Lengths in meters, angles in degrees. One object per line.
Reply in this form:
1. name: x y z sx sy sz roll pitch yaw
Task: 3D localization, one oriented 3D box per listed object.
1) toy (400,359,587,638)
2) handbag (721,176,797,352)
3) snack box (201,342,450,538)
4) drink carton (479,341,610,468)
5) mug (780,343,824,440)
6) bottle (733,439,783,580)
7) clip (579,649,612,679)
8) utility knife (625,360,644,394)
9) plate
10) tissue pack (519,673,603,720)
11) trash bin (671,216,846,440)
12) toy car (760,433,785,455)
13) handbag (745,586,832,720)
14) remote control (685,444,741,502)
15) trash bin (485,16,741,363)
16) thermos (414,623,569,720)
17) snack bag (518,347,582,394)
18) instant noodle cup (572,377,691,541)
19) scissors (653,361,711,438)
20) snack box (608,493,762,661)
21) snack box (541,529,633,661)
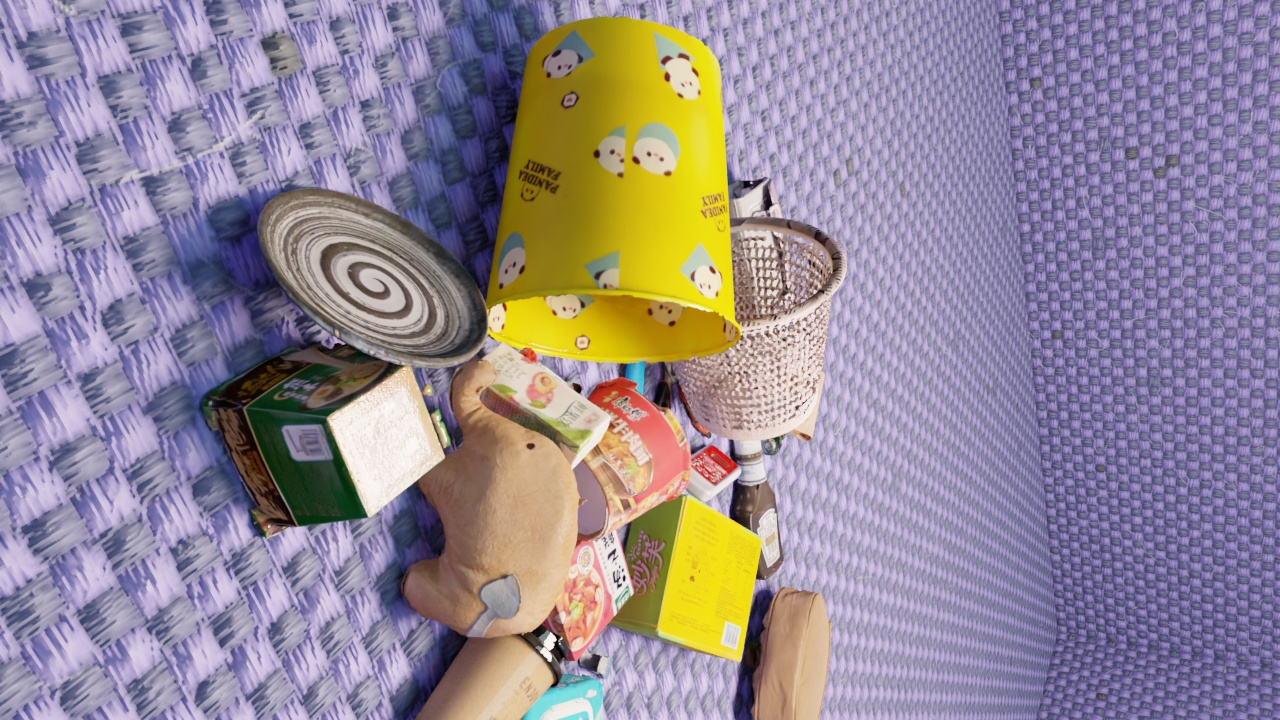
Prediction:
1. toy: -0.117 0.115 0.764 0.082 0.143 0.226 150 -54 -79
2. handbag: 0.142 -0.124 1.174 0.144 0.099 0.197 -43 124 -56
3. snack box: -0.211 0.053 0.641 0.117 0.106 0.118 -42 123 -47
4. drink carton: -0.092 0.042 0.807 0.053 0.122 0.046 -45 165 -46
5. mug: 0.181 0.038 1.217 0.124 0.084 0.103 22 62 -7
6. bottle: 0.155 0.195 1.241 0.079 0.044 0.195 -25 110 -53
7. clip: -0.045 0.323 0.974 0.056 0.026 0.024 53 50 -58
8. utility knife: -0.006 0.006 1.021 0.034 0.018 0.187 22 72 -66
9. plate: -0.191 -0.056 0.662 0.179 0.024 0.179 31 27 -19
10. tissue pack: -0.091 0.355 0.873 0.133 0.050 0.093 11 82 -55
11. trash bin: 0.119 -0.026 1.031 0.226 0.228 0.192 -52 141 -42
12. toy car: 0.175 0.088 1.277 0.042 0.034 0.090 -36 119 -47
13. handbag: 0.208 0.424 1.281 0.148 0.100 0.204 44 55 -56
14. remote control: 0.081 0.133 1.103 0.020 0.056 0.135 -55 165 18
15. trash bin: -0.021 -0.145 0.828 0.229 0.230 0.255 21 68 -54
16. thermos: -0.134 0.285 0.780 0.142 0.093 0.093 -49 130 -34
17. snack bag: -0.092 0.025 0.884 0.105 0.026 0.045 42 73 -50
18. instant noodle cup: -0.036 0.103 0.886 0.108 0.138 0.138 -32 117 -41
19. scissors: 0.039 0.031 1.092 0.188 0.015 0.227 -60 135 -36
20. snack box: 0.060 0.255 1.077 0.210 0.070 0.157 37 61 -50
21. snack box: -0.059 0.233 0.922 0.113 0.044 0.127 -41 124 -48
